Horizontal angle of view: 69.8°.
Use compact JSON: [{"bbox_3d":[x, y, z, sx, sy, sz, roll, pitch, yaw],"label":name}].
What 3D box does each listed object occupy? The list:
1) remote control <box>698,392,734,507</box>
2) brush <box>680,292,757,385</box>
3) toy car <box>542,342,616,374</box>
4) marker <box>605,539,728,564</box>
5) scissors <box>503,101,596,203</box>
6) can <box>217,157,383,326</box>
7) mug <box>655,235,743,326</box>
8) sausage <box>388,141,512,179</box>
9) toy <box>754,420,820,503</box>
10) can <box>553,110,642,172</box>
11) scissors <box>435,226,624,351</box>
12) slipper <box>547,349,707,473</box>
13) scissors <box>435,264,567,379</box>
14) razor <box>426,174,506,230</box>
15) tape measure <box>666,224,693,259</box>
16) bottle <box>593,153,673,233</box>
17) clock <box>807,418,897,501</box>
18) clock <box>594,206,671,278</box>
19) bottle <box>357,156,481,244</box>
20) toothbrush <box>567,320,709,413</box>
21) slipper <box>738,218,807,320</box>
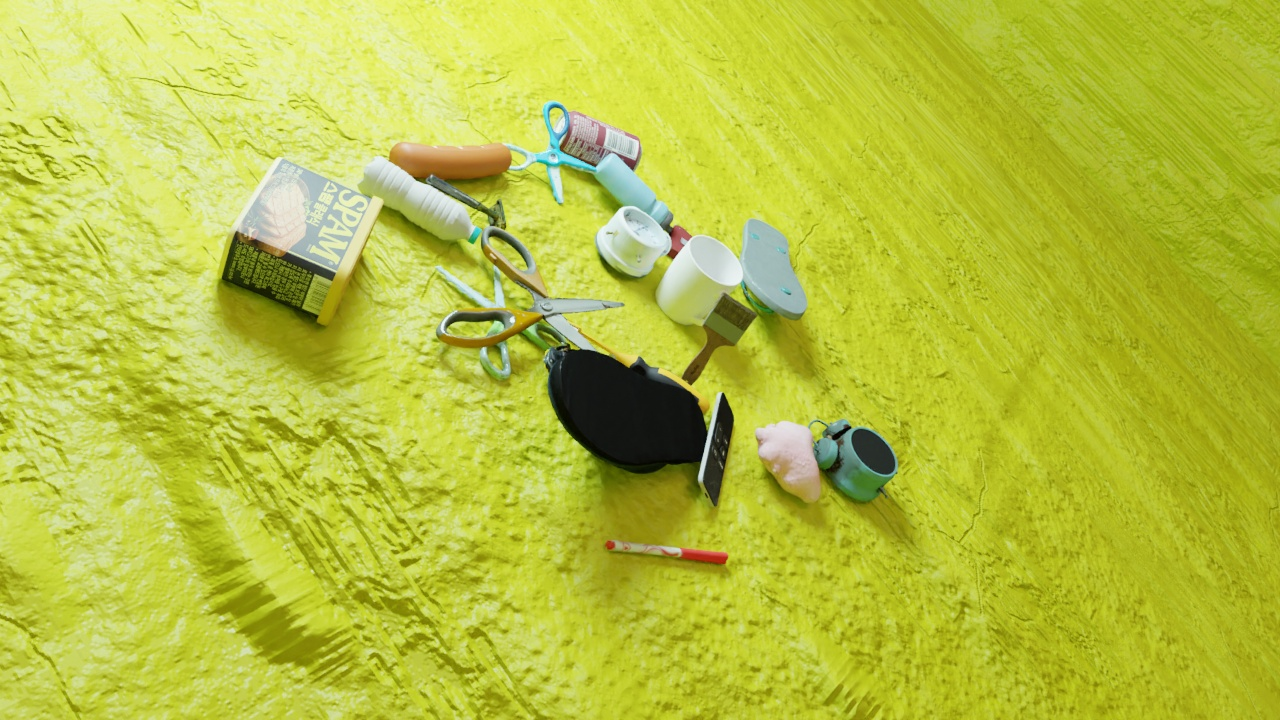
[{"bbox_3d":[0.086,0.097,1.022,0.146,0.008,0.045,-71,144,-49],"label":"remote control"},{"bbox_3d":[0.078,-0.012,1.028,0.045,0.143,0.008,33,38,3],"label":"brush"},{"bbox_3d":[-0.060,0.013,0.980,0.106,0.030,0.049,16,52,-36],"label":"toy car"},{"bbox_3d":[0.028,0.189,0.906,0.142,0.013,0.012,13,47,-30],"label":"marker"},{"bbox_3d":[-0.116,-0.270,1.168,0.134,0.011,0.140,14,79,-15],"label":"scissors"},{"bbox_3d":[-0.315,-0.114,0.858,0.104,0.075,0.135,24,42,-17],"label":"can"},{"bbox_3d":[0.075,-0.083,1.135,0.080,0.088,0.114,3,52,-37],"label":"mug"},{"bbox_3d":[-0.217,-0.234,1.075,0.163,0.039,0.044,-14,67,-45],"label":"sausage"},{"bbox_3d":[0.170,0.111,1.063,0.093,0.050,0.102,18,48,-30],"label":"toy"},{"bbox_3d":[-0.058,-0.290,1.236,0.114,0.063,0.063,16,46,-28],"label":"can"},{"bbox_3d":[-0.123,-0.068,0.980,0.224,0.016,0.229,-9,53,-32],"label":"scissors"},{"bbox_3d":[-0.025,0.065,0.929,0.265,0.084,0.108,19,57,-58],"label":"slipper"},{"bbox_3d":[-0.150,-0.046,0.976,0.171,0.024,0.165,33,46,-7],"label":"scissors"},{"bbox_3d":[-0.196,-0.181,1.033,0.105,0.026,0.042,26,40,-45],"label":"razor"},{"bbox_3d":[0.061,-0.155,1.243,0.051,0.019,0.058,31,40,-13],"label":"tape measure"},{"bbox_3d":[-0.004,-0.216,1.218,0.130,0.040,0.040,43,38,-18],"label":"bottle"},{"bbox_3d":[0.260,0.116,1.130,0.124,0.053,0.089,40,39,2],"label":"clock"},{"bbox_3d":[-0.006,-0.154,1.161,0.083,0.057,0.117,41,32,-1],"label":"clock"},{"bbox_3d":[-0.236,-0.169,0.995,0.136,0.044,0.044,30,40,-14],"label":"bottle"},{"bbox_3d":[-0.006,0.006,1.036,0.196,0.031,0.030,31,36,-6],"label":"toothbrush"},{"bbox_3d":[0.170,-0.125,1.293,0.098,0.055,0.268,25,31,-15],"label":"slipper"}]
